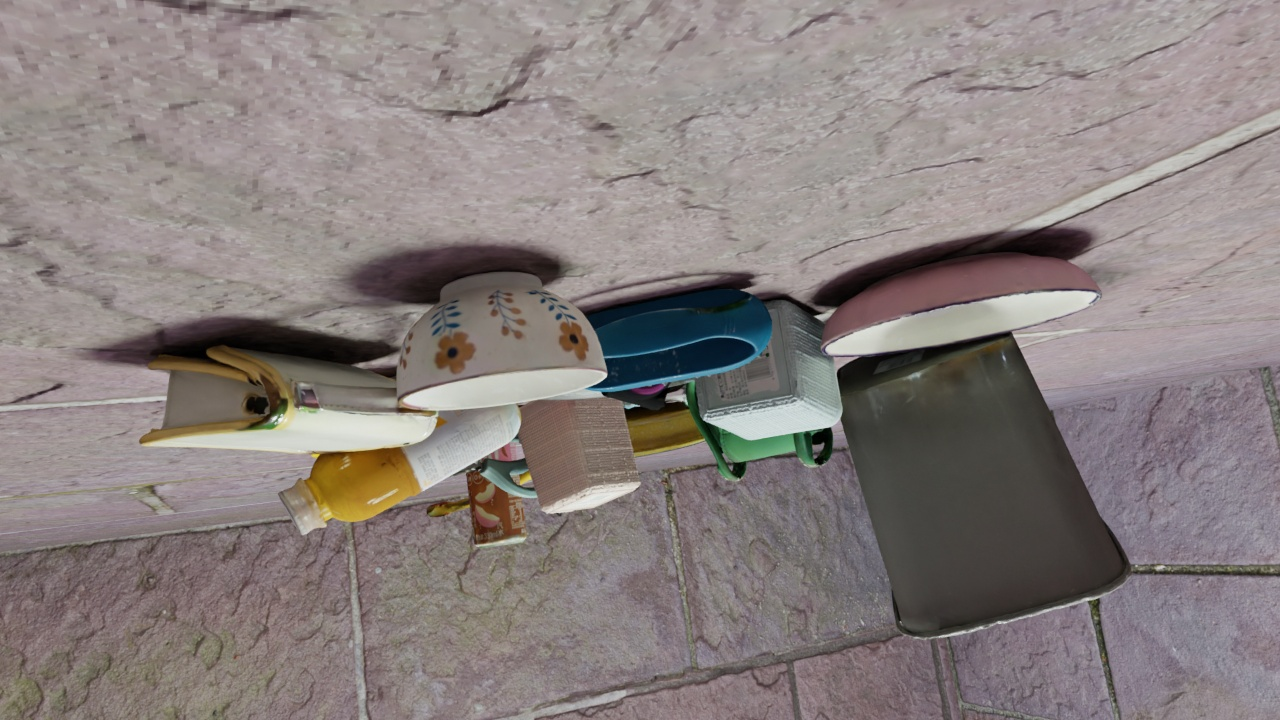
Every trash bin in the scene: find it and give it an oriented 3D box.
[{"bbox_3d":[0.281,0.093,0.813,0.199,0.220,0.198,-22,-174,17],"label":"trash bin"}]

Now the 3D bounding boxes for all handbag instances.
[{"bbox_3d":[0.112,0.047,0.851,0.132,0.120,0.067,-19,172,41],"label":"handbag"},{"bbox_3d":[-0.197,0.025,0.588,0.179,0.063,0.163,-4,172,21],"label":"handbag"}]

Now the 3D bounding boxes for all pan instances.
[{"bbox_3d":[-0.081,0.115,1.087,0.357,0.078,0.198,-10,-179,-4],"label":"pan"}]

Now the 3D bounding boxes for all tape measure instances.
[{"bbox_3d":[-0.004,0.004,0.673,0.057,0.057,0.039,14,167,-14],"label":"tape measure"}]

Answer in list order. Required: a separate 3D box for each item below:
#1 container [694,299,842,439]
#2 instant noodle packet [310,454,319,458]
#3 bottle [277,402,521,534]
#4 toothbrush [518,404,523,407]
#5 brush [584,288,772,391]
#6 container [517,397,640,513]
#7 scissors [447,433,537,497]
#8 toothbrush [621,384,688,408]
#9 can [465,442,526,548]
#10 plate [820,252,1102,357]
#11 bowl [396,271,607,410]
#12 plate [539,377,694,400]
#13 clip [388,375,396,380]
[{"bbox_3d":[0.093,0.008,0.697,0.090,0.090,0.111,-12,167,22],"label":"container"},{"bbox_3d":[-0.259,0.070,0.889,0.128,0.044,0.111,-12,164,3],"label":"instant noodle packet"},{"bbox_3d":[-0.186,0.073,0.721,0.189,0.068,0.068,-29,180,-24],"label":"bottle"},{"bbox_3d":[-0.108,0.050,0.987,0.180,0.015,0.018,2,158,-43],"label":"toothbrush"},{"bbox_3d":[0.013,-0.013,0.593,0.144,0.055,0.073,-10,172,12],"label":"brush"},{"bbox_3d":[-0.063,0.091,0.934,0.090,0.111,0.090,-28,160,37],"label":"container"},{"bbox_3d":[-0.145,0.106,0.918,0.019,0.143,0.179,-44,172,23],"label":"scissors"},{"bbox_3d":[0.079,0.037,1.041,0.224,0.026,0.027,-4,-154,-24],"label":"toothbrush"},{"bbox_3d":[-0.162,0.129,1.007,0.058,0.147,0.058,-8,171,-2],"label":"can"},{"bbox_3d":[0.223,-0.041,0.659,0.192,0.039,0.192,-8,171,-1],"label":"plate"},{"bbox_3d":[-0.078,-0.012,0.503,0.113,0.062,0.113,-8,172,-1],"label":"bowl"},{"bbox_3d":[-0.020,0.007,0.791,0.179,0.024,0.179,-7,169,-1],"label":"plate"},{"bbox_3d":[-0.183,0.016,0.722,0.025,0.032,0.057,1,174,-36],"label":"clip"}]
